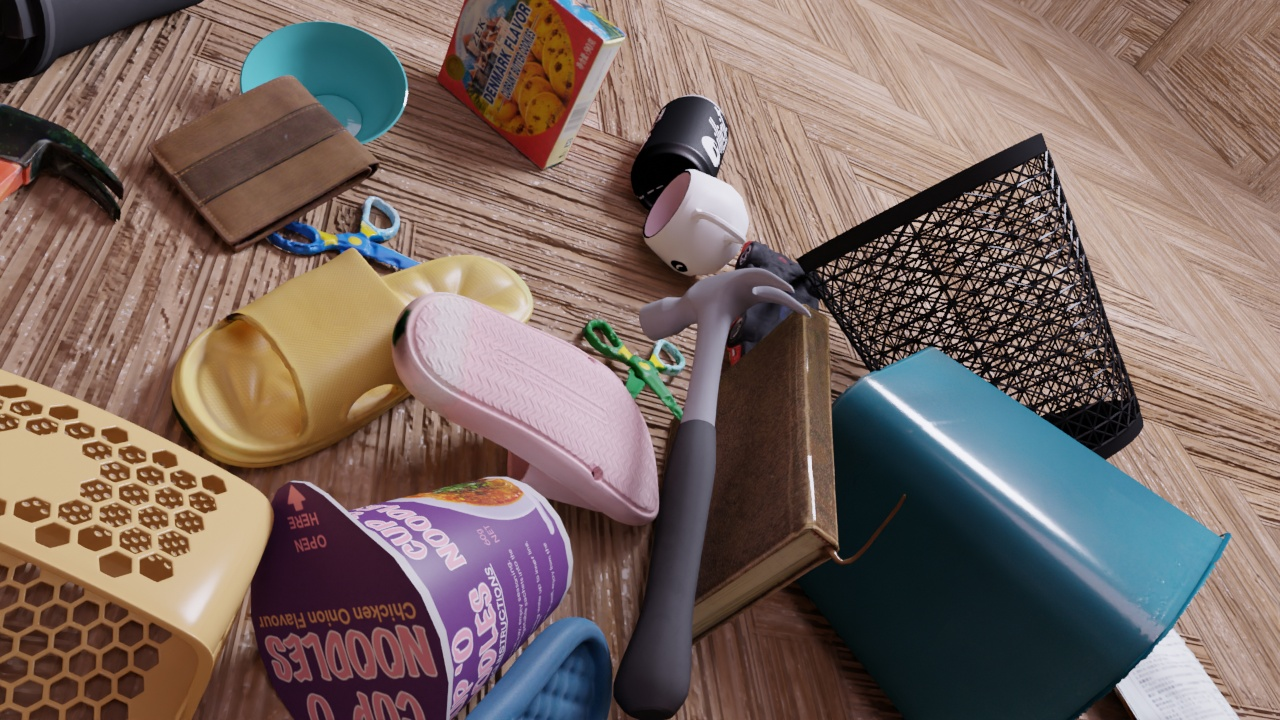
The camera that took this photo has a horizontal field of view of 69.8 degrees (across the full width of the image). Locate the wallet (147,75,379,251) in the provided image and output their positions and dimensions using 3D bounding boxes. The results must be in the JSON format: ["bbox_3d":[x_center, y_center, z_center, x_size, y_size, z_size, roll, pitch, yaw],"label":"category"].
[{"bbox_3d":[-0.263,-0.140,0.642,0.098,0.027,0.120,45,62,10],"label":"wallet"}]

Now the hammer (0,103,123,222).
[{"bbox_3d":[-0.381,-0.032,0.468,0.133,0.033,0.332,19,41,-20],"label":"hammer"}]

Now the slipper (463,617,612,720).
[{"bbox_3d":[-0.050,0.196,0.402,0.059,0.104,0.213,-1,25,21],"label":"slipper"}]

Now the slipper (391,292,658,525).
[{"bbox_3d":[-0.063,0.032,0.573,0.221,0.056,0.106,36,39,-36],"label":"slipper"}]

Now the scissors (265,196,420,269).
[{"bbox_3d":[-0.209,-0.085,0.665,0.125,0.013,0.129,21,42,-14],"label":"scissors"}]

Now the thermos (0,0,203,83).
[{"bbox_3d":[-0.403,-0.276,0.662,0.106,0.106,0.218,31,33,-4],"label":"thermos"}]

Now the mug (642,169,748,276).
[{"bbox_3d":[0.059,-0.118,0.814,0.076,0.090,0.124,30,1,-21],"label":"mug"}]

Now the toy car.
[{"bbox_3d":[0.119,-0.039,0.816,0.081,0.056,0.188,25,38,-11],"label":"toy car"}]

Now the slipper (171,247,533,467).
[{"bbox_3d":[-0.165,-0.026,0.578,0.099,0.079,0.262,43,39,16],"label":"slipper"}]

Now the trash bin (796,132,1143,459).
[{"bbox_3d":[0.285,-0.027,0.772,0.216,0.218,0.243,-27,90,-49],"label":"trash bin"}]

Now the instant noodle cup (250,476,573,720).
[{"bbox_3d":[-0.103,0.107,0.453,0.121,0.122,0.137,-21,95,-58],"label":"instant noodle cup"}]

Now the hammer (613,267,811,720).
[{"bbox_3d":[0.034,0.058,0.548,0.029,0.125,0.310,48,38,-34],"label":"hammer"}]

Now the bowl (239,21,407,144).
[{"bbox_3d":[-0.245,-0.202,0.719,0.121,0.046,0.121,5,66,-12],"label":"bowl"}]

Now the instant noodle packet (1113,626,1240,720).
[{"bbox_3d":[0.396,0.231,0.746,0.146,0.057,0.269,11,38,-31],"label":"instant noodle packet"}]

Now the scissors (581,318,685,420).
[{"bbox_3d":[0.008,0.009,0.706,0.116,0.012,0.129,2,36,-41],"label":"scissors"}]

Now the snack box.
[{"bbox_3d":[-0.104,-0.276,0.838,0.145,0.143,0.040,41,39,9],"label":"snack box"}]

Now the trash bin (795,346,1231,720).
[{"bbox_3d":[0.217,0.123,0.616,0.196,0.200,0.218,-17,53,-46],"label":"trash bin"}]

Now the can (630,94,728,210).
[{"bbox_3d":[0.042,-0.208,0.923,0.080,0.080,0.145,28,38,-7],"label":"can"}]

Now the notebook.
[{"bbox_3d":[0.078,0.059,0.575,0.034,0.191,0.214,35,36,-17],"label":"notebook"}]

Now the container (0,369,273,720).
[{"bbox_3d":[-0.253,0.098,0.340,0.183,0.129,0.166,27,29,-9],"label":"container"}]
